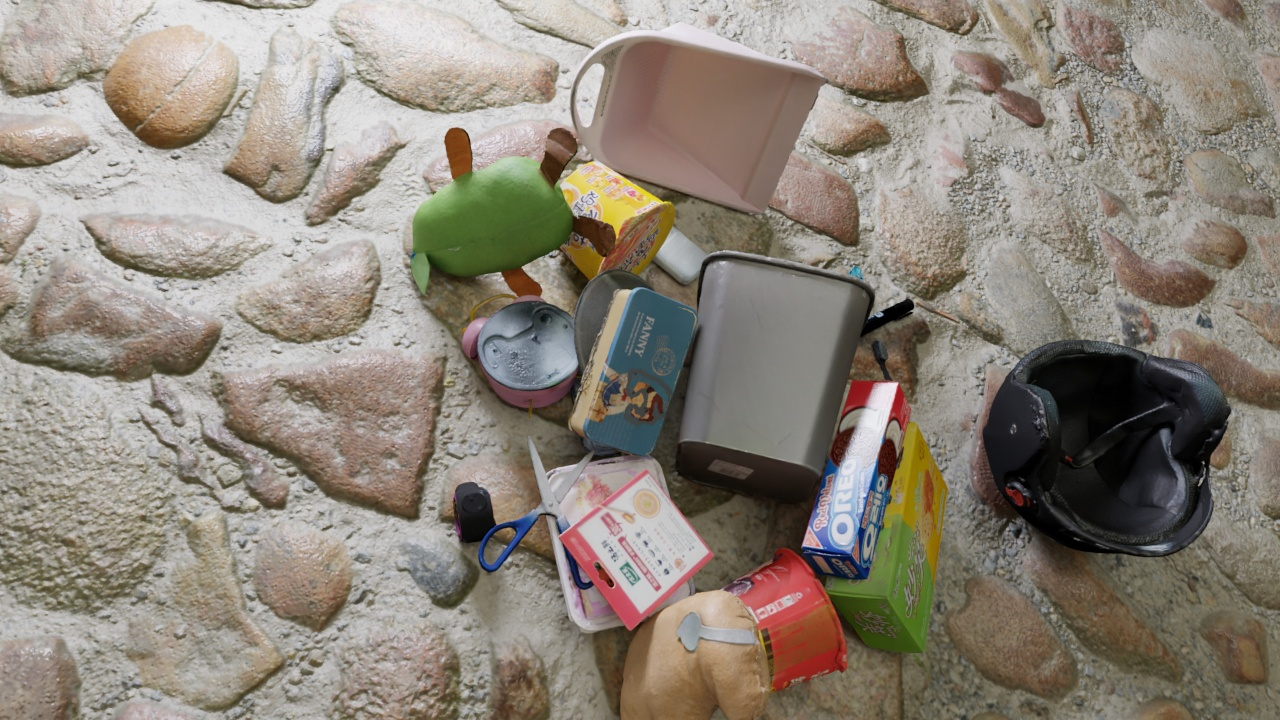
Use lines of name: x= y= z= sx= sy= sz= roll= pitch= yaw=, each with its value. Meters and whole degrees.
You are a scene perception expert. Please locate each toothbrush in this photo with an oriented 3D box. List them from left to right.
toothbrush: x=0.333 y=0.058 z=1.175 sx=0.014 sy=0.017 sz=0.188 roll=-7 pitch=69 yaw=-20

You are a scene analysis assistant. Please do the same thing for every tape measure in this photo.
tape measure: x=-0.171 y=0.158 z=0.948 sx=0.039 sy=0.057 sz=0.058 roll=-7 pitch=99 yaw=-19

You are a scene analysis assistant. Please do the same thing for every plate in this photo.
plate: x=-0.006 y=-0.019 z=1.050 sx=0.179 sy=0.024 sz=0.179 roll=15 pitch=70 yaw=-48

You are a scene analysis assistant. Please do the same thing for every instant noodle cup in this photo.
instant noodle cup: x=-0.042 y=-0.165 z=1.105 sx=0.110 sy=0.138 sz=0.137 roll=42 pitch=60 yaw=14
instant noodle cup: x=-0.029 y=0.195 z=0.973 sx=0.137 sy=0.060 sz=0.173 roll=-7 pitch=69 yaw=-20
instant noodle cup: x=0.128 y=0.276 z=0.945 sx=0.108 sy=0.138 sz=0.138 roll=-20 pitch=72 yaw=-15

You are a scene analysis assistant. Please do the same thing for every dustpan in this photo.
dustpan: x=0.057 y=-0.297 z=1.155 sx=0.273 sy=0.223 sz=0.138 roll=32 pitch=47 yaw=14

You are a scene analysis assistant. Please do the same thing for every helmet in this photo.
helmet: x=0.535 y=0.110 z=1.088 sx=0.233 sy=0.230 sz=0.274 roll=-8 pitch=66 yaw=-5

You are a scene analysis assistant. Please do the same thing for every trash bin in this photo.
trash bin: x=0.136 y=0.026 z=1.027 sx=0.199 sy=0.199 sz=0.219 roll=13 pitch=68 yaw=7

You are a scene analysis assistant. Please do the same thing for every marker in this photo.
marker: x=0.313 y=-0.051 z=1.220 sx=0.131 sy=0.020 sz=0.022 roll=-24 pitch=103 yaw=-26

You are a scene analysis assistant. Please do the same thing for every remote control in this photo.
remote control: x=0.024 y=-0.154 z=1.180 sx=0.136 sy=0.020 sz=0.055 roll=40 pitch=59 yaw=5

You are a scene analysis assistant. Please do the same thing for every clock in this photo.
clock: x=-0.133 y=-0.017 z=1.034 sx=0.117 sy=0.060 sz=0.158 roll=-31 pitch=67 yaw=-21

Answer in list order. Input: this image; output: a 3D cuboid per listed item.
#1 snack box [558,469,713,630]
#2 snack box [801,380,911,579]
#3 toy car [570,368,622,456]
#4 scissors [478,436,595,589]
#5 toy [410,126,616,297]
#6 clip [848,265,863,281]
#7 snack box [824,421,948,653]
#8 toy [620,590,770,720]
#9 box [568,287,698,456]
snack box: x=-0.009 y=0.190 z=0.911 sx=0.126 sy=0.044 sz=0.113 roll=-33 pitch=82 yaw=-36
snack box: x=0.226 y=0.120 z=0.947 sx=0.057 sy=0.058 sz=0.207 roll=3 pitch=56 yaw=35
toy car: x=-0.048 y=0.052 z=1.051 sx=0.054 sy=0.037 sz=0.120 roll=-7 pitch=64 yaw=-19
scissors: x=-0.093 y=0.160 z=0.931 sx=0.175 sy=0.012 sz=0.162 roll=-35 pitch=77 yaw=-28
toy: x=-0.158 y=-0.162 z=1.041 sx=0.247 sy=0.227 sz=0.089 roll=-14 pitch=28 yaw=17
clip: x=0.291 y=-0.103 z=1.236 sx=0.013 sy=0.038 sz=0.055 roll=10 pitch=56 yaw=-15
snack box: x=0.277 y=0.193 z=1.011 sx=0.070 sy=0.158 sz=0.209 roll=-2 pitch=54 yaw=32
toy: x=0.031 y=0.307 z=0.872 sx=0.082 sy=0.227 sz=0.143 roll=23 pitch=37 yaw=-31
box: x=-0.006 y=0.006 z=0.978 sx=0.089 sy=0.059 sz=0.184 roll=18 pitch=90 yaw=-26
